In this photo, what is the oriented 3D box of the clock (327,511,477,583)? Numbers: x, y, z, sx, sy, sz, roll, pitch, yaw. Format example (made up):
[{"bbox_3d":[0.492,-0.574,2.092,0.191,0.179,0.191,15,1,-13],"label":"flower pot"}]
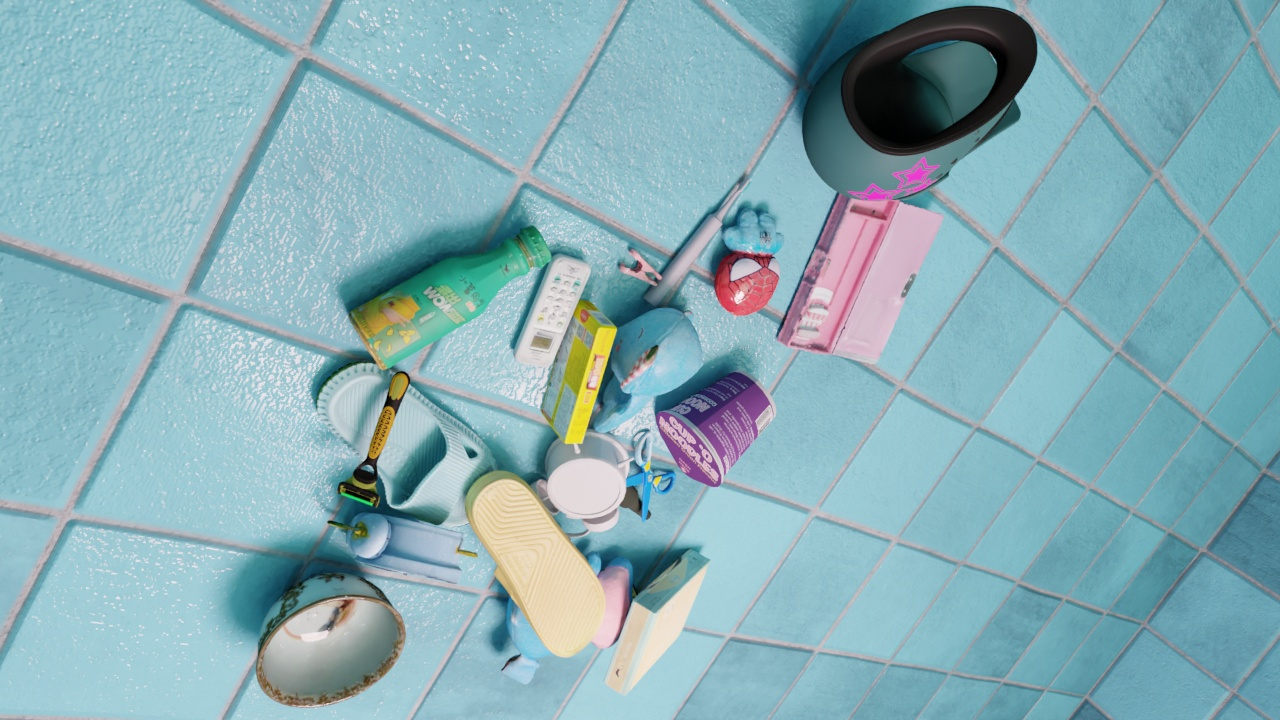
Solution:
[{"bbox_3d":[-0.268,0.206,1.017,0.162,0.118,0.060,20,75,-24],"label":"clock"}]

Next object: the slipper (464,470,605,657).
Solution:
[{"bbox_3d":[-0.128,0.239,1.110,0.099,0.078,0.263,-35,114,-15],"label":"slipper"}]

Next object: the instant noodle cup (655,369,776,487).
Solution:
[{"bbox_3d":[0.106,0.083,1.205,0.121,0.122,0.137,-38,159,-20],"label":"instant noodle cup"}]

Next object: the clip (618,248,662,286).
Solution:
[{"bbox_3d":[-0.003,-0.103,1.070,0.045,0.023,0.060,-34,129,-5],"label":"clip"}]

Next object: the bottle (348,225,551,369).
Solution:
[{"bbox_3d":[-0.189,-0.070,0.937,0.209,0.068,0.068,-32,130,-13],"label":"bottle"}]

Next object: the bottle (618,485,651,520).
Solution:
[{"bbox_3d":[-0.020,0.179,1.223,0.033,0.033,0.123,-43,132,-3],"label":"bottle"}]

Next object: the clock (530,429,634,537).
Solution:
[{"bbox_3d":[-0.074,0.156,1.142,0.120,0.061,0.160,19,121,-13],"label":"clock"}]

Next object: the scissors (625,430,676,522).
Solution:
[{"bbox_3d":[0.011,0.154,1.221,0.125,0.013,0.126,-6,99,-52],"label":"scissors"}]

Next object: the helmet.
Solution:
[{"bbox_3d":[0.316,-0.288,1.045,0.275,0.200,0.176,-26,85,0],"label":"helmet"}]

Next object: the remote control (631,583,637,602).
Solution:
[{"bbox_3d":[-0.030,0.352,1.336,0.058,0.013,0.133,-31,130,-13],"label":"remote control"}]

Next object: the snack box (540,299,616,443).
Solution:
[{"bbox_3d":[-0.073,0.013,1.059,0.025,0.075,0.152,3,115,-32],"label":"snack box"}]

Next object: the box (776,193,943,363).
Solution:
[{"bbox_3d":[0.296,-0.113,1.244,0.179,0.040,0.233,10,111,-32],"label":"box"}]

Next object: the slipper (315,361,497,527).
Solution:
[{"bbox_3d":[-0.244,0.104,1.012,0.116,0.069,0.276,-43,131,-7],"label":"slipper"}]

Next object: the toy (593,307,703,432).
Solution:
[{"bbox_3d":[-0.006,0.006,1.091,0.115,0.183,0.181,42,119,-2],"label":"toy"}]

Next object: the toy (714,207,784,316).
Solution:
[{"bbox_3d":[0.135,-0.119,1.125,0.092,0.062,0.133,-1,107,-40],"label":"toy"}]

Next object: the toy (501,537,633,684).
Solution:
[{"bbox_3d":[-0.097,0.340,1.226,0.191,0.099,0.224,9,102,-37],"label":"toy"}]

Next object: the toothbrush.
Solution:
[{"bbox_3d":[0.069,-0.142,1.093,0.188,0.018,0.019,-51,134,4],"label":"toothbrush"}]

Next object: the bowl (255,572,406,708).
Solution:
[{"bbox_3d":[-0.357,0.300,1.039,0.159,0.094,0.160,-16,125,-24],"label":"bowl"}]

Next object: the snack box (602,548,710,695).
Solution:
[{"bbox_3d":[0.027,0.367,1.303,0.193,0.044,0.142,-23,136,-62],"label":"snack box"}]

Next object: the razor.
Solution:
[{"bbox_3d":[-0.268,0.078,0.947,0.044,0.021,0.144,21,95,-5],"label":"razor"}]

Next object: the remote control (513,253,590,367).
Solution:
[{"bbox_3d":[-0.101,-0.056,1.033,0.050,0.022,0.133,12,111,-38],"label":"remote control"}]
